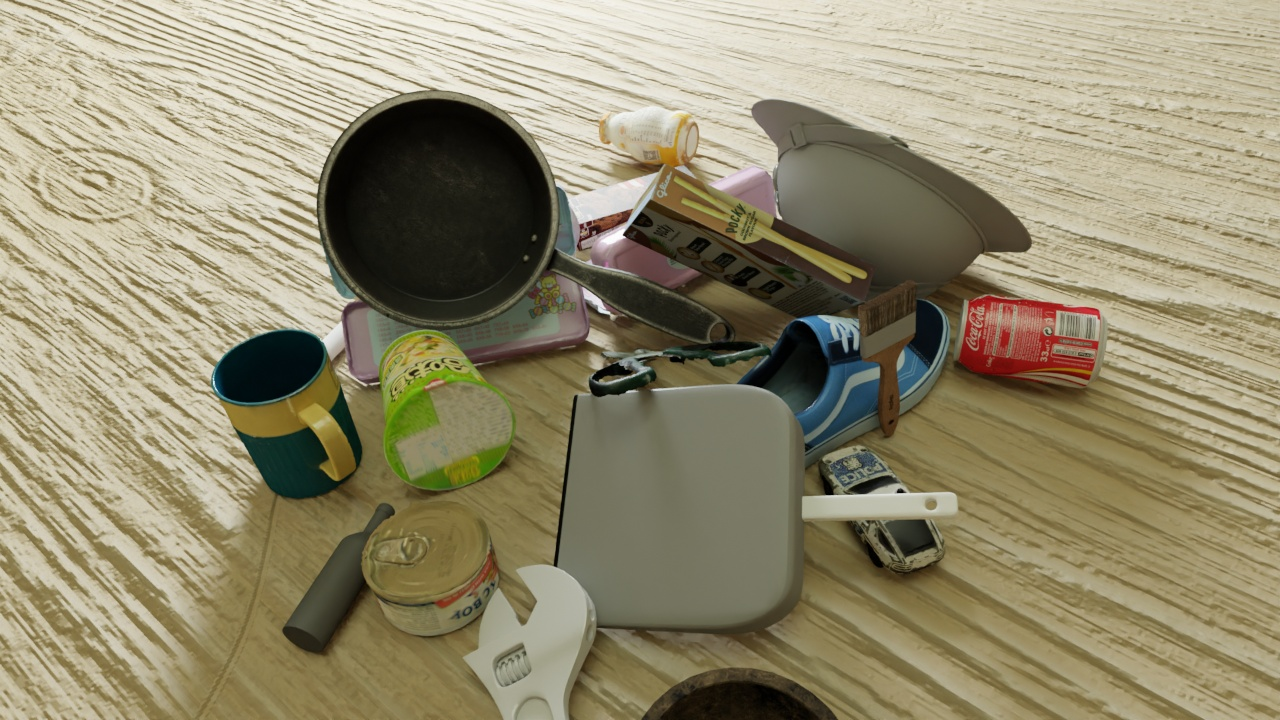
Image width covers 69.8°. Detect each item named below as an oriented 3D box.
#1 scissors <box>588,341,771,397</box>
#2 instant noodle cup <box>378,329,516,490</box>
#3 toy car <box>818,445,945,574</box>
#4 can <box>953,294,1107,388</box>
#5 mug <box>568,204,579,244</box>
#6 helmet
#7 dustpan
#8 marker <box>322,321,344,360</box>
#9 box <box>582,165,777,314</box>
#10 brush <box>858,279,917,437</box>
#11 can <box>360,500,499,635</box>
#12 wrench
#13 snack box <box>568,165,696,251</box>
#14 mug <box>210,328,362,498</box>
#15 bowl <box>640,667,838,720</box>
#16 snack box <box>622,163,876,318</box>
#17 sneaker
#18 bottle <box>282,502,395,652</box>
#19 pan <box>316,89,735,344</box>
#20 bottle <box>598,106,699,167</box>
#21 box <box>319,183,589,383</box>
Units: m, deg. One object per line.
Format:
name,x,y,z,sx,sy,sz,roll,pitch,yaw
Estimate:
scissors,-0.009,0.005,0.702,0.146,0.015,0.210,-18,9,-29
instant noodle cup,-0.160,0.031,0.715,0.098,0.099,0.108,-19,35,-15
toy car,0.165,0.098,0.638,0.048,0.041,0.112,-17,42,-14
can,0.308,-0.016,0.730,0.105,0.064,0.064,9,44,16
mug,-0.118,-0.120,0.868,0.113,0.085,0.070,29,43,-4
helmet,0.191,-0.118,0.810,0.271,0.183,0.117,30,91,17
dustpan,0.070,0.094,0.597,0.258,0.033,0.163,-5,64,22
marker,-0.284,-0.004,0.817,0.020,0.020,0.141,13,45,20
box,0.025,-0.121,0.872,0.201,0.087,0.103,-29,35,-24
brush,0.179,0.006,0.660,0.045,0.143,0.008,-27,45,-11
can,-0.141,0.140,0.623,0.086,0.043,0.086,-3,42,3
wrench,-0.039,0.233,0.514,0.087,0.018,0.273,-28,46,1
snack box,-0.008,-0.158,0.946,0.140,0.032,0.051,-19,44,-14
mug,-0.254,0.049,0.688,0.114,0.107,0.083,30,51,33
bowl,0.054,0.233,0.488,0.121,0.056,0.121,-3,42,3
snack box,0.085,-0.090,0.753,0.186,0.101,0.031,24,77,-9
sneaker,0.161,-0.002,0.704,0.240,0.098,0.083,-32,48,-26
bottle,-0.202,0.144,0.634,0.030,0.030,0.112,9,44,16
pan,-0.084,-0.088,0.755,0.356,0.187,0.055,22,9,-17
bottle,0.008,-0.252,1.026,0.109,0.063,0.062,14,45,21
box,-0.157,-0.068,0.798,0.214,0.150,0.049,-11,8,-6
